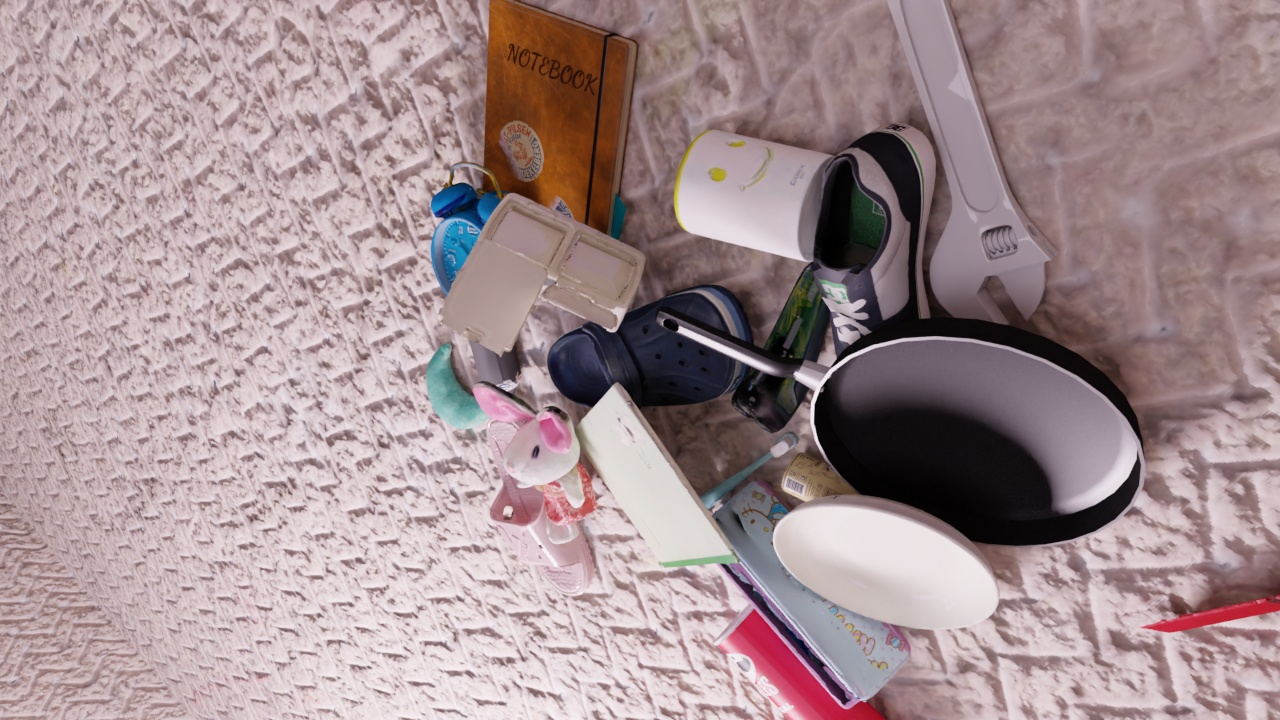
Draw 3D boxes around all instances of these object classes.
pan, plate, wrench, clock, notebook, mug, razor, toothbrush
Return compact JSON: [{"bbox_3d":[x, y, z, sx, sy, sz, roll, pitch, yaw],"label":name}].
[{"bbox_3d":[0.177,0.029,0.670,0.356,0.034,0.226,25,144,7],"label":"pan"},{"bbox_3d":[0.202,0.161,0.757,0.182,0.034,0.183,18,145,13],"label":"plate"},{"bbox_3d":[0.212,-0.150,0.633,0.087,0.018,0.273,-14,102,45],"label":"wrench"},{"bbox_3d":[-0.155,-0.118,0.908,0.117,0.060,0.162,15,121,35],"label":"clock"},{"bbox_3d":[0.003,0.122,0.882,0.182,0.010,0.253,55,162,3],"label":"notebook"},{"bbox_3d":[0.091,-0.126,0.701,0.106,0.082,0.083,20,125,30],"label":"mug"},{"bbox_3d":[0.120,-0.010,0.755,0.054,0.067,0.152,35,123,26],"label":"razor"},{"bbox_3d":[0.090,0.116,0.883,0.016,0.016,0.181,50,136,5],"label":"toothbrush"},{"bbox_3d":[-0.079,-0.190,0.857,0.178,0.014,0.250,28,129,26],"label":"notebook"}]

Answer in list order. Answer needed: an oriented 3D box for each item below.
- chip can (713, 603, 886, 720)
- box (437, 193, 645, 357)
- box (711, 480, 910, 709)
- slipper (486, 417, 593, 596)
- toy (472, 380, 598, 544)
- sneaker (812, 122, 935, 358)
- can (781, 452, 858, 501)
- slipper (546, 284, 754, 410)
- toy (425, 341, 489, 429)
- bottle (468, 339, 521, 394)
[{"bbox_3d":[0.174,0.332,0.892,0.220,0.069,0.069,44,134,12],"label":"chip can"},{"bbox_3d":[-0.072,-0.073,0.762,0.143,0.190,0.069,23,130,-5],"label":"box"},{"bbox_3d":[0.144,0.219,0.853,0.214,0.077,0.096,48,133,9],"label":"box"},{"bbox_3d":[-0.132,0.175,1.069,0.094,0.064,0.239,-7,106,42],"label":"slipper"},{"bbox_3d":[-0.100,0.109,0.970,0.159,0.084,0.194,22,139,40],"label":"toy"},{"bbox_3d":[0.161,-0.048,0.672,0.084,0.078,0.236,26,133,43],"label":"sneaker"},{"bbox_3d":[0.167,0.113,0.799,0.079,0.038,0.038,24,127,29],"label":"can"},{"bbox_3d":[-0.005,0.005,0.850,0.253,0.095,0.105,-12,102,47],"label":"slipper"},{"bbox_3d":[-0.216,0.039,1.089,0.105,0.033,0.085,43,123,15],"label":"toy"},{"bbox_3d":[-0.158,0.000,1.006,0.047,0.046,0.112,4,116,39],"label":"bottle"}]
